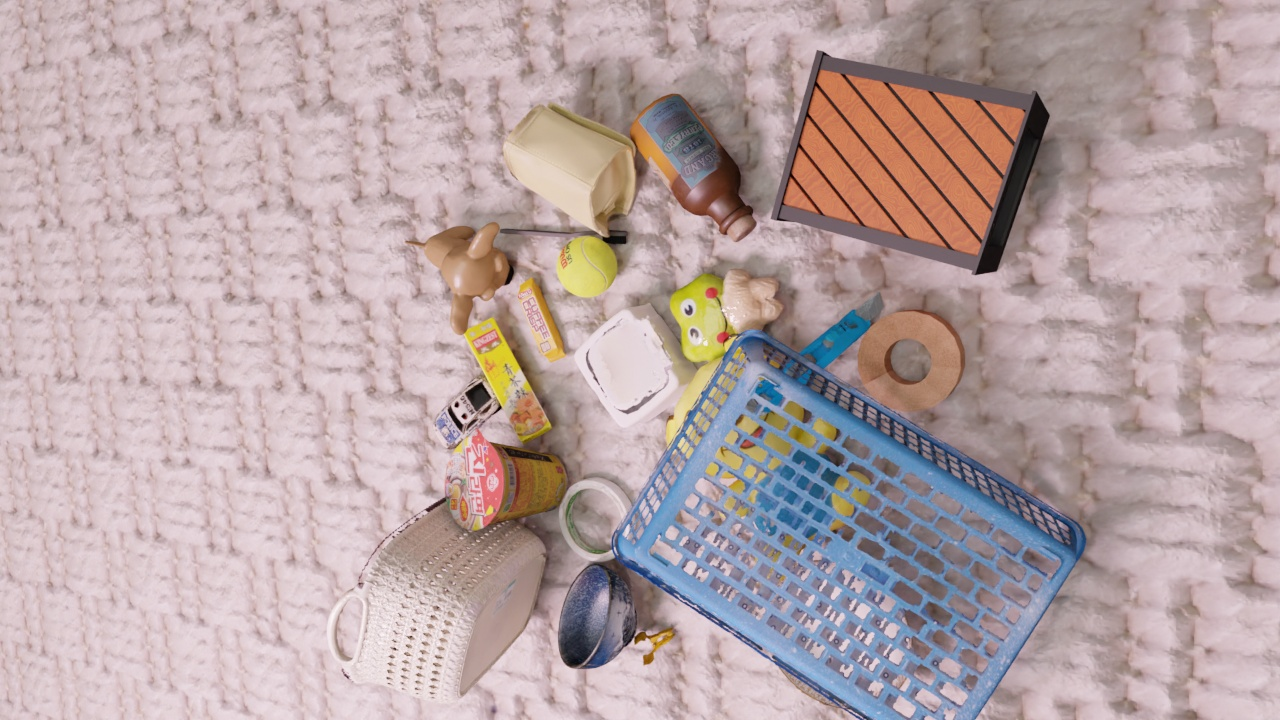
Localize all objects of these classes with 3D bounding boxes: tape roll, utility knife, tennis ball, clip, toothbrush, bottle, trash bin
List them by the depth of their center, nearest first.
[{"bbox_3d":[0.231,-0.165,0.783,0.172,0.139,0.140,20,105,24],"label":"trash bin"},{"bbox_3d":[0.252,0.000,0.857,0.094,0.027,0.094,4,98,28],"label":"tape roll"},{"bbox_3d":[0.165,-0.005,0.871,0.174,0.015,0.031,-40,82,-5],"label":"utility knife"},{"bbox_3d":[0.059,-0.186,0.913,0.068,0.067,0.157,-41,77,26],"label":"bottle"},{"bbox_3d":[-0.057,-0.101,0.987,0.065,0.065,0.065,4,98,27],"label":"tennis ball"},{"bbox_3d":[0.013,0.312,1.017,0.047,0.054,0.046,21,84,3],"label":"clip"},{"bbox_3d":[-0.088,-0.142,1.028,0.167,0.012,0.013,8,108,27],"label":"toothbrush"},{"bbox_3d":[-0.050,0.181,1.046,0.094,0.018,0.094,4,98,28],"label":"tape roll"}]

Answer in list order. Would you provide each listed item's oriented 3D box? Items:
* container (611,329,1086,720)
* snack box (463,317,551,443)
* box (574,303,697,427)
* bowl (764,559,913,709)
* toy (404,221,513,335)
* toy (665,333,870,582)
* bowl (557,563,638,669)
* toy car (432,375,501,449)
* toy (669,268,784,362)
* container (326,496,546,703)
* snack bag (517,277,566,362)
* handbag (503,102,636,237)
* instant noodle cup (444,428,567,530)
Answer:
[{"bbox_3d":[0.178,0.165,0.803,0.362,0.089,0.257,32,92,8],"label":"container"},{"bbox_3d":[-0.154,0.023,1.066,0.040,0.029,0.148,-28,81,-7],"label":"snack box"},{"bbox_3d":[-0.011,0.007,0.961,0.103,0.095,0.107,-40,80,27],"label":"box"},{"bbox_3d":[0.199,0.258,0.897,0.145,0.063,0.145,4,99,27],"label":"bowl"},{"bbox_3d":[-0.201,-0.110,1.048,0.108,0.105,0.134,35,112,38],"label":"toy"},{"bbox_3d":[0.119,0.092,0.907,0.149,0.084,0.214,-39,77,3],"label":"toy"},{"bbox_3d":[-0.039,0.290,1.021,0.115,0.060,0.114,-46,31,38],"label":"bowl"},{"bbox_3d":[-0.212,0.064,1.105,0.113,0.040,0.048,-42,76,26],"label":"toy car"},{"bbox_3d":[0.088,-0.048,0.929,0.118,0.043,0.092,-16,88,27],"label":"toy"},{"bbox_3d":[-0.212,0.262,1.024,0.143,0.251,0.185,18,107,15],"label":"container"},{"bbox_3d":[-0.114,-0.046,1.050,0.026,0.020,0.099,-25,85,27],"label":"snack bag"},{"bbox_3d":[-0.071,-0.199,0.962,0.119,0.111,0.081,31,72,18],"label":"handbag"},{"bbox_3d":[-0.145,0.139,1.029,0.101,0.112,0.100,-7,79,40],"label":"instant noodle cup"}]
